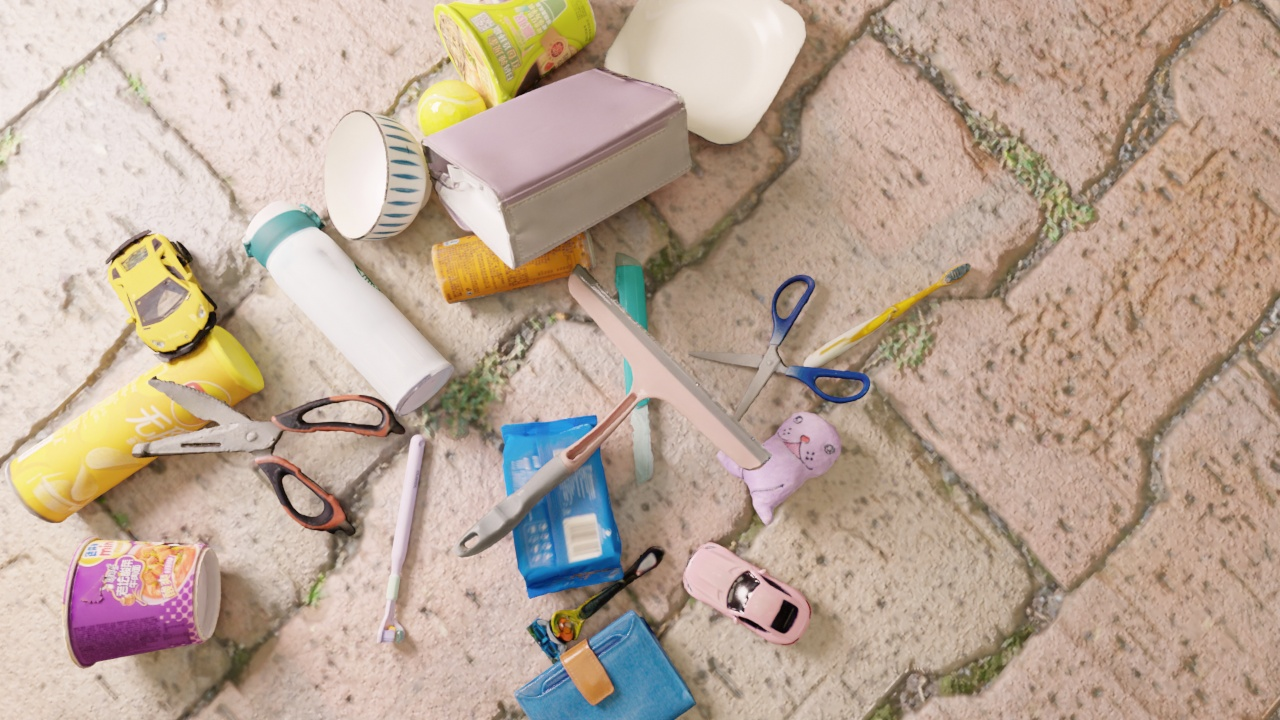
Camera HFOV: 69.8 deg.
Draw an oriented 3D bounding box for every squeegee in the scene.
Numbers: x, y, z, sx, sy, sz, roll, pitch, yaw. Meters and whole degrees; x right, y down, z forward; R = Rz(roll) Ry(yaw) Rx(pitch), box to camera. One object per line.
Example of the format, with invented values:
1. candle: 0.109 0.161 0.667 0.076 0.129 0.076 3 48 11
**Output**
1. squeegee: -0.062 0.083 0.791 0.249 0.040 0.247 -43 70 -3

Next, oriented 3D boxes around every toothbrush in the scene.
1. toothbrush: 0.237 -0.043 0.877 0.191 0.018 0.016 -31 83 -5
2. toothbrush: -0.217 0.162 0.839 0.021 0.029 0.189 0 79 36

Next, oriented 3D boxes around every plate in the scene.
1. plate: 0.062 -0.299 0.898 0.163 0.034 0.164 31 82 3

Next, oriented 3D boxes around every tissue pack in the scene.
1. tissue pack: -0.072 0.129 0.831 0.095 0.052 0.157 -10 83 -5

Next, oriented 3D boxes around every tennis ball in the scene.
1. tennis ball: -0.178 -0.231 0.868 0.065 0.065 0.065 0 82 -2

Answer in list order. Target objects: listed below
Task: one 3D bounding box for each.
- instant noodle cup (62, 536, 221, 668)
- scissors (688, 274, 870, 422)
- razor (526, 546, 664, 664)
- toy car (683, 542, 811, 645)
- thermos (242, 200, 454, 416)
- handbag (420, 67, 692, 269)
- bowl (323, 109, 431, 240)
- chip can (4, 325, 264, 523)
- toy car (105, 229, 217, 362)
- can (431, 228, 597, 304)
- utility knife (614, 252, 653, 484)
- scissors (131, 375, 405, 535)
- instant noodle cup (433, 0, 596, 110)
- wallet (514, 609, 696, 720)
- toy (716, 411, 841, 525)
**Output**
1. instant noodle cup: -0.422 0.203 0.789 0.099 0.112 0.111 -3 82 -11
2. scissors: 0.132 -0.006 0.865 0.173 0.012 0.162 8 76 9
3. razor: -0.035 0.217 0.835 0.142 0.022 0.042 -37 87 -6
4. toy car: 0.097 0.213 0.832 0.122 0.037 0.056 29 81 3
5. thermos: -0.269 -0.053 0.843 0.073 0.073 0.224 -43 85 -6
6. handbag: -0.074 -0.181 0.819 0.196 0.099 0.145 -31 52 -21
7. bowl: -0.236 -0.168 0.848 0.066 0.117 0.116 -4 80 -46
8. chip can: -0.448 0.056 0.820 0.213 0.072 0.072 -35 85 -6
9. toy car: -0.432 -0.062 0.827 0.071 0.041 0.156 -39 56 -9
10. can: -0.117 -0.096 0.855 0.146 0.058 0.058 -13 83 -3
11. utility knife: -0.005 0.005 0.868 0.029 0.013 0.222 -3 80 -4
12. scissors: -0.321 0.074 0.815 0.188 0.015 0.227 -40 108 -17
13. instant noodle cup: -0.111 -0.310 0.864 0.123 0.112 0.111 -35 85 -13
14. wallet: -0.031 0.300 0.818 0.133 0.040 0.106 -33 89 -6
15. toy: 0.134 0.090 0.848 0.108 0.039 0.084 -36 64 -4
